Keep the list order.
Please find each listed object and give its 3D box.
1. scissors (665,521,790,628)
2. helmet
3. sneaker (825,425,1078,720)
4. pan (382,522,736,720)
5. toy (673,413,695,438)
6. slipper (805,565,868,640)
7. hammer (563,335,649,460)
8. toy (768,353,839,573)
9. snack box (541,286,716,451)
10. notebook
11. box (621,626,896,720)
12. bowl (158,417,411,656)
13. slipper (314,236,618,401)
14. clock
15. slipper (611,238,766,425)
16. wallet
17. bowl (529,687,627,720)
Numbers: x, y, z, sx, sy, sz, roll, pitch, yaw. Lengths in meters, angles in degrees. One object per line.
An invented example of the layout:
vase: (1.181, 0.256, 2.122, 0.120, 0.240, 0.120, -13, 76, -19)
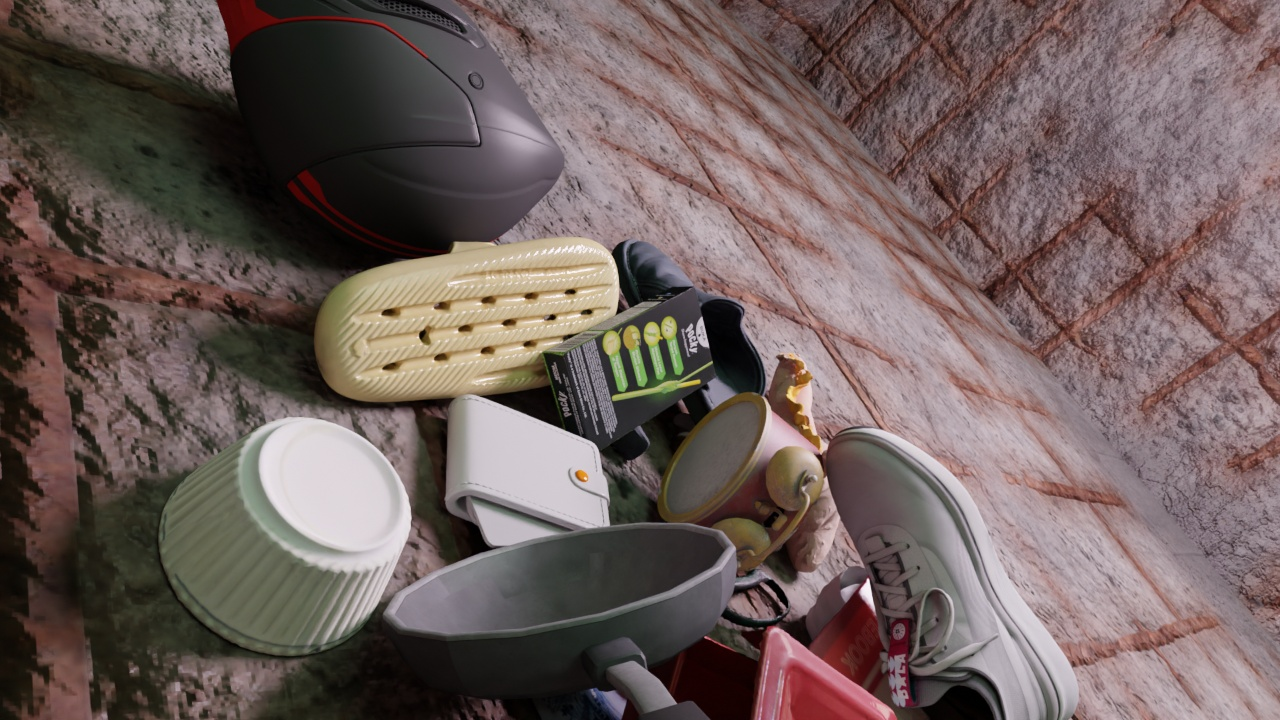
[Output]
scissors: (0.054, 0.175, 0.685, 0.142, 0.015, 0.209, 49, 25, 5)
helmet: (-0.174, -0.161, 0.673, 0.264, 0.165, 0.169, 8, 72, -43)
sneaker: (0.197, 0.173, 0.649, 0.128, 0.097, 0.263, -28, 85, -44)
pan: (-0.012, 0.126, 0.383, 0.178, 0.358, 0.041, -10, 92, -16)
toy: (0.076, 0.089, 0.823, 0.111, 0.030, 0.049, 44, 13, -19)
slipper: (0.232, 0.275, 0.727, 0.247, 0.075, 0.112, 43, 51, 11)
hammer: (0.021, 0.003, 0.870, 0.129, 0.040, 0.321, 53, 26, 8)
toy: (0.153, 0.064, 0.858, 0.065, 0.196, 0.263, 5, 43, 1)
snack box: (-0.004, 0.004, 0.712, 0.147, 0.025, 0.080, -29, 112, -40)
notebook: (0.220, 0.231, 0.701, 0.153, 0.012, 0.208, 47, 36, 13)
box: (0.050, 0.229, 0.452, 0.134, 0.113, 0.157, 38, 49, -25)
bowl: (-0.165, 0.078, 0.451, 0.115, 0.063, 0.115, 34, 28, -21)
slipper: (-0.123, -0.031, 0.653, 0.079, 0.111, 0.260, 12, 17, 38)
clock: (0.085, 0.099, 0.682, 0.081, 0.117, 0.159, 39, 4, -17)
slipper: (0.065, -0.025, 0.841, 0.108, 0.084, 0.265, 17, 38, -49)
wallet: (-0.073, 0.087, 0.603, 0.118, 0.038, 0.115, 25, 32, -28)
bowl: (-0.011, 0.183, 0.542, 0.114, 0.045, 0.114, 34, 28, -21)
